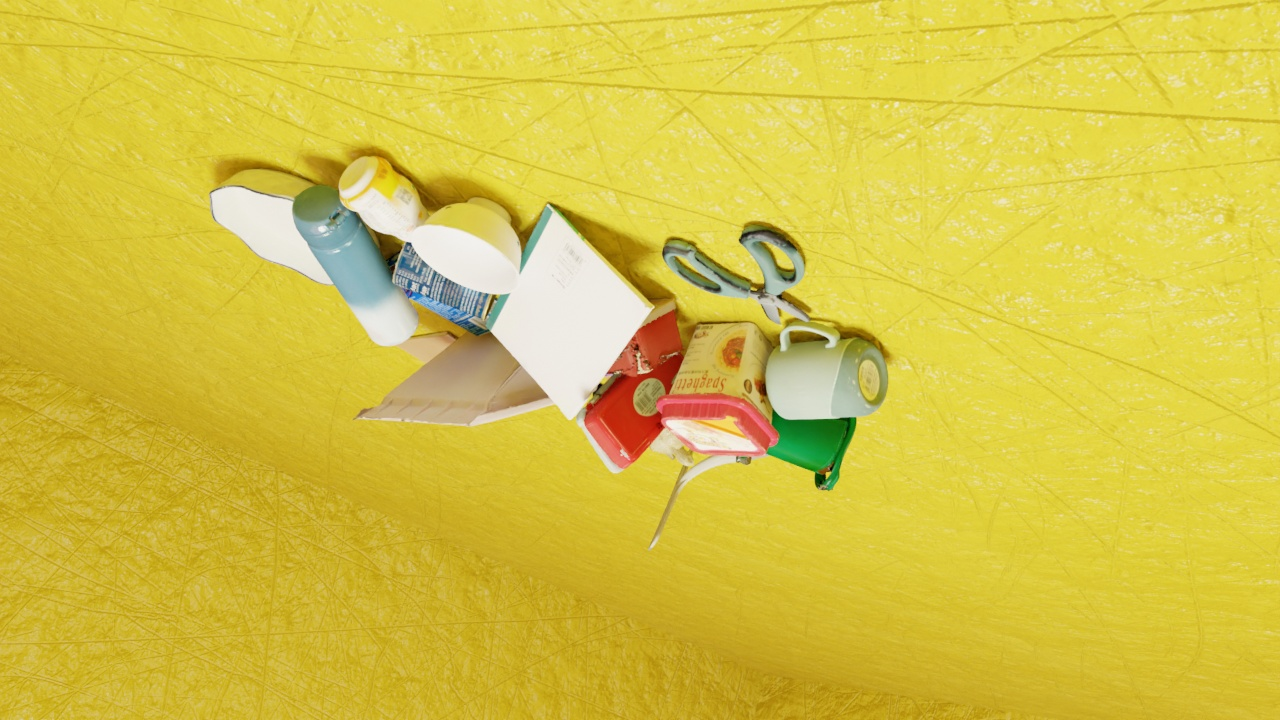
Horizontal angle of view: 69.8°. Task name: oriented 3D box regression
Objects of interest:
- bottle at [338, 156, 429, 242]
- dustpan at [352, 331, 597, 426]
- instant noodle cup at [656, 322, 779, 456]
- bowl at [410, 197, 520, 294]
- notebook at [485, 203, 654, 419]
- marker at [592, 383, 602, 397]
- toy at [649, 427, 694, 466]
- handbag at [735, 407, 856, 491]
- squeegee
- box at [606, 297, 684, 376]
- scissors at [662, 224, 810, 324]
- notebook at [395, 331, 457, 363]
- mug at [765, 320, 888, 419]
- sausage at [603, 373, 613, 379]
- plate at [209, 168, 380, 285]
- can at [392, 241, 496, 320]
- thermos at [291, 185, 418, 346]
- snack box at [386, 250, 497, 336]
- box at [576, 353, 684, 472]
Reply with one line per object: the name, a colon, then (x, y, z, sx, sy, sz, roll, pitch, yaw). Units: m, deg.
bottle: (-0.255, -0.158, 0.942, 0.063, 0.063, 0.108, 1, 151, 37)
dustpan: (-0.186, 0.053, 1.196, 0.223, 0.272, 0.139, 2, 128, 40)
instant noodle cup: (0.094, 0.030, 1.015, 0.117, 0.124, 0.116, -2, 150, 34)
bowl: (-0.167, -0.127, 0.942, 0.118, 0.064, 0.118, 17, 155, 8)
notebook: (-0.083, -0.045, 0.966, 0.150, 0.012, 0.210, 47, 137, 8)
marker: (-0.063, 0.062, 1.354, 0.018, 0.015, 0.124, 14, 156, 4)
toy: (0.056, 0.094, 1.290, 0.105, 0.066, 0.158, 53, 150, 3)
handbag: (0.179, 0.083, 1.081, 0.131, 0.120, 0.068, 22, 153, -5)
squeegee: (0.131, 0.137, 1.263, 0.247, 0.245, 0.039, -25, 107, 28)
box: (-0.042, -0.019, 1.026, 0.169, 0.091, 0.079, 0, 110, 37)
scissors: (0.113, -0.084, 0.885, 0.174, 0.019, 0.178, 27, 155, -16)
notebook: (-0.262, 0.016, 1.414, 0.148, 0.008, 0.207, -5, 147, 44)
mug: (0.193, 0.008, 0.964, 0.107, 0.082, 0.112, -5, 116, 45)
sausage: (-0.069, -0.009, 1.195, 0.020, 0.020, 0.156, 0, 151, 38)
plate: (-0.402, -0.156, 1.087, 0.205, 0.045, 0.205, 16, 158, 6)
can: (-0.213, -0.100, 1.027, 0.111, 0.075, 0.075, 22, 157, -6)
thermos: (-0.314, -0.102, 1.018, 0.070, 0.070, 0.221, 11, 150, 18)
snack box: (-0.247, -0.084, 1.152, 0.157, 0.026, 0.085, 32, 154, -28)
box: (-0.003, 0.045, 1.043, 0.049, 0.200, 0.087, -34, 98, 38)
